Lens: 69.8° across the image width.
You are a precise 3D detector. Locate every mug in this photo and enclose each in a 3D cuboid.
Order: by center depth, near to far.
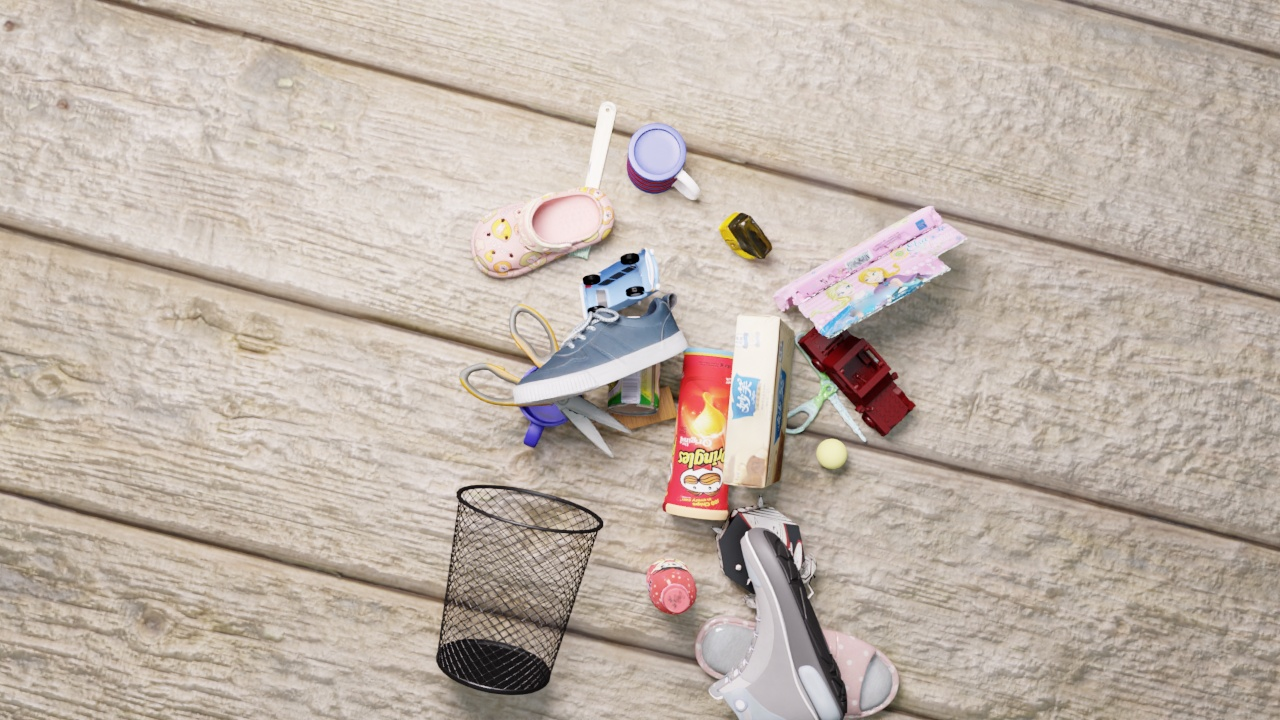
[{"bbox_3d":[-0.122,0.059,1.184,0.079,0.083,0.111,23,87,-1],"label":"mug"},{"bbox_3d":[0.034,-0.252,1.204,0.112,0.076,0.075,40,87,0],"label":"mug"}]

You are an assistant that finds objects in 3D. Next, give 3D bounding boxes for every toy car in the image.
[{"bbox_3d":[-0.024,-0.095,1.173,0.054,0.154,0.056,-1,77,-39],"label":"toy car"},{"bbox_3d":[0.288,0.019,1.200,0.070,0.062,0.170,-43,92,-6],"label":"toy car"}]

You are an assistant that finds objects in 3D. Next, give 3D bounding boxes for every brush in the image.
[{"bbox_3d":[-0.017,0.070,1.221,0.126,0.017,0.048,-15,89,-2],"label":"brush"},{"bbox_3d":[-0.063,-0.244,1.234,0.033,0.012,0.217,11,86,-1],"label":"brush"}]

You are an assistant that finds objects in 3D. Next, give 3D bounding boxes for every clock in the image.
[{"bbox_3d":[0.167,0.262,1.197,0.114,0.065,0.154,-33,89,-3],"label":"clock"}]

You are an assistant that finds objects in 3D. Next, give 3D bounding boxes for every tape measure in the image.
[{"bbox_3d":[0.135,-0.163,1.210,0.037,0.064,0.065,-47,120,-11],"label":"tape measure"}]

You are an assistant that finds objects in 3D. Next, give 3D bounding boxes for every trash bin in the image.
[{"bbox_3d":[-0.160,0.282,1.136,0.184,0.184,0.210,13,93,-2],"label":"trash bin"}]

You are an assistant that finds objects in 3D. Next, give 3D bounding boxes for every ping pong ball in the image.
[{"bbox_3d":[0.254,0.124,1.217,0.040,0.040,0.040,0,88,-2],"label":"ping pong ball"}]

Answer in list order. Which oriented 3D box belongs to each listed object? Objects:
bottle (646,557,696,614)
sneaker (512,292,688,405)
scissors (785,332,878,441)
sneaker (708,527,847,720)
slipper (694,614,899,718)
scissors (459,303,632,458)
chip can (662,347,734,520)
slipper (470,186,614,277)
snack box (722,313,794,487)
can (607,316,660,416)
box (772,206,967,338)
[{"bbox_3d":[0.040,0.288,1.156,0.062,0.137,0.062,0,87,-3],"label":"bottle"},{"bbox_3d":[-0.050,-0.015,1.097,0.235,0.089,0.087,-22,92,-24],"label":"sneaker"},{"bbox_3d":[0.252,0.040,1.235,0.172,0.021,0.171,-32,87,-8],"label":"scissors"},{"bbox_3d":[0.142,0.344,1.134,0.161,0.093,0.256,-24,90,15],"label":"sneaker"},{"bbox_3d":[0.206,0.401,1.199,0.274,0.054,0.114,13,88,-1],"label":"slipper"},{"bbox_3d":[-0.119,0.044,1.134,0.175,0.016,0.225,-36,92,-4],"label":"scissors"},{"bbox_3d":[0.083,0.094,1.190,0.087,0.087,0.213,7,87,-2],"label":"chip can"},{"bbox_3d":[-0.132,-0.174,1.187,0.197,0.081,0.093,-19,86,5],"label":"slipper"},{"bbox_3d":[0.151,0.053,1.156,0.055,0.153,0.207,5,87,16],"label":"snack box"},{"bbox_3d":[-0.007,0.007,1.187,0.067,0.067,0.120,3,76,-2],"label":"can"},{"bbox_3d":[0.291,-0.122,1.172,0.230,0.160,0.062,-29,111,-3],"label":"box"}]
